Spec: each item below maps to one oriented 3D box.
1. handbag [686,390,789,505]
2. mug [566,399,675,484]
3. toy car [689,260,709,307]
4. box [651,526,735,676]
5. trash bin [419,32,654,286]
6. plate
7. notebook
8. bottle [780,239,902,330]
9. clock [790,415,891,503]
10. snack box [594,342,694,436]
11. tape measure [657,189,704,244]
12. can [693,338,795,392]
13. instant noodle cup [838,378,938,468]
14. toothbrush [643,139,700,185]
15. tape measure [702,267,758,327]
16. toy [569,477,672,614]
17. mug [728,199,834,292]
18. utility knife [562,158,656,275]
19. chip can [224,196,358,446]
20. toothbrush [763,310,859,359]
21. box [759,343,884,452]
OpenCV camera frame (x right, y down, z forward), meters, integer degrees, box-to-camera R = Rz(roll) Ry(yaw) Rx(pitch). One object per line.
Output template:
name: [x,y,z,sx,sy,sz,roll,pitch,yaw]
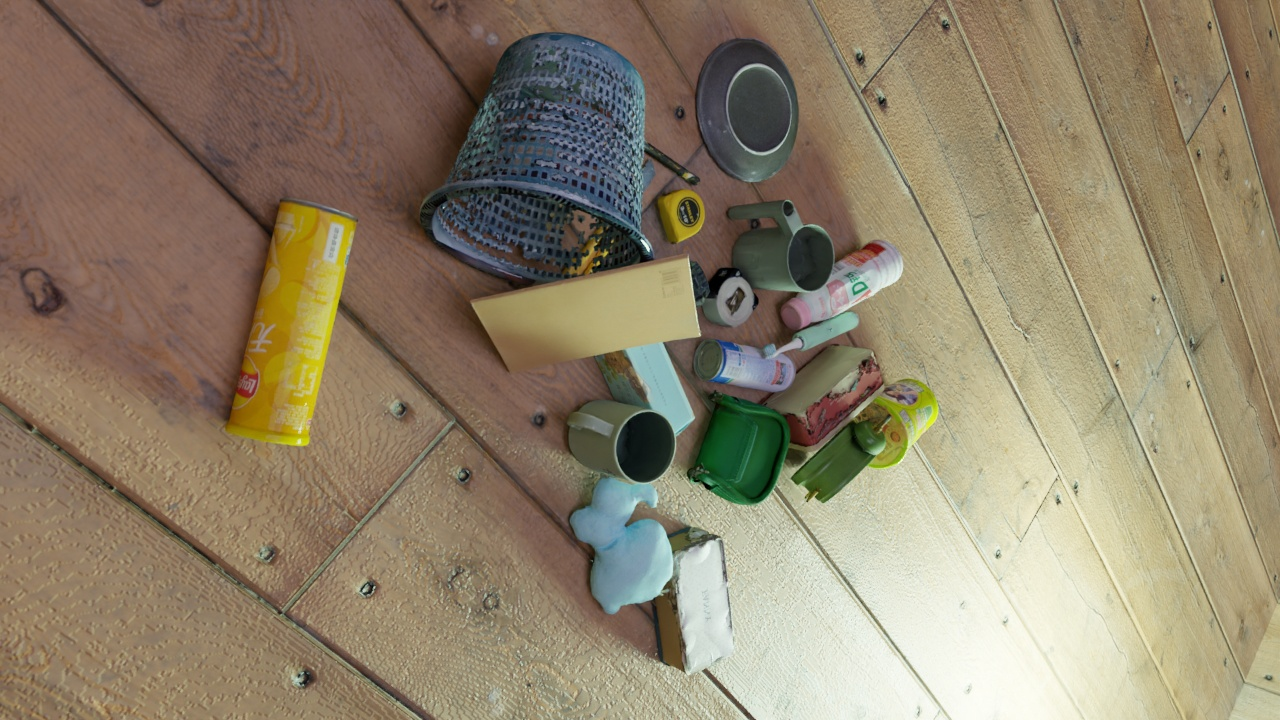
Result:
handbag: [0.121,0.112,1.162,0.120,0.068,0.131,24,81,-35]
mug: [-0.035,0.083,1.018,0.111,0.106,0.082,29,78,-36]
toy car: [0.030,-0.073,1.094,0.120,0.037,0.054,-36,116,-20]
box: [0.065,0.306,1.148,0.089,0.061,0.184,-12,104,-35]
trash bin: [-0.083,-0.198,0.904,0.226,0.227,0.194,23,68,-36]
plate: [0.145,-0.317,1.160,0.179,0.024,0.179,-5,99,-36]
notebook: [-0.048,-0.043,0.924,0.150,0.211,0.012,74,5,-62]
bottle: [0.274,-0.100,1.256,0.196,0.068,0.068,-31,112,-27]
clock: [0.275,0.128,1.235,0.161,0.116,0.056,-44,81,3]
snack box: [-0.006,0.006,1.051,0.051,0.074,0.175,-36,115,-29]
tape measure: [0.048,-0.176,1.100,0.057,0.029,0.060,-30,112,-30]
can: [0.135,0.008,1.170,0.134,0.053,0.053,10,89,-37]
instant noodle cup: [0.366,0.082,1.324,0.123,0.112,0.112,-24,109,-40]
toothbrush: [0.005,-0.253,1.067,0.185,0.017,0.012,27,42,-36]
tape measure: [0.111,-0.075,1.156,0.066,0.034,0.065,48,67,-29]
toy: [-0.016,0.220,1.071,0.156,0.049,0.161,35,99,-12]
mug: [0.169,-0.144,1.148,0.083,0.103,0.124,-43,117,-25]
utility knife: [-0.037,-0.148,1.048,0.033,0.015,0.214,45,69,-34]
chip can: [-0.311,-0.034,0.821,0.072,0.072,0.213,14,87,-37]
toothbrush: [0.229,-0.032,1.225,0.223,0.027,0.027,-21,95,-46]
box: [0.244,0.041,1.232,0.168,0.091,0.077,-37,118,-28]
